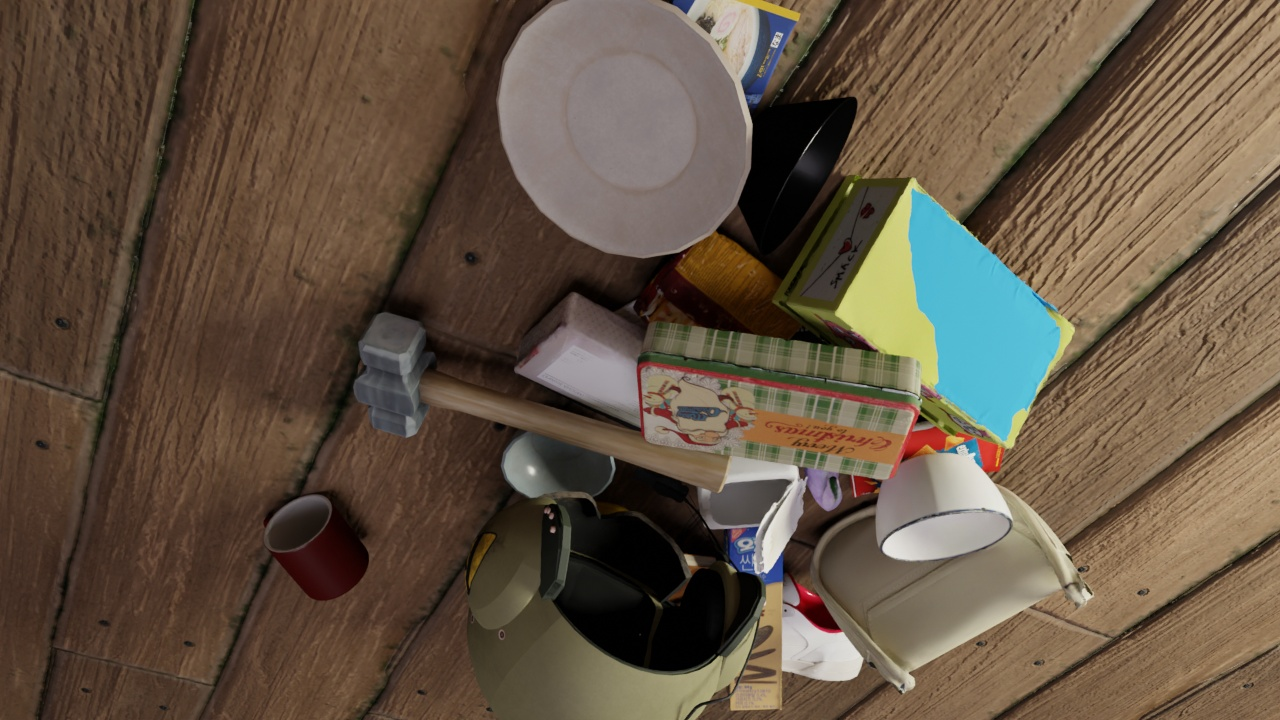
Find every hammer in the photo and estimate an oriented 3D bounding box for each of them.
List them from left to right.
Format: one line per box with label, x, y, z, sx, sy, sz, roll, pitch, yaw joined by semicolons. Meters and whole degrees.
hammer;-0.082;0.051;0.778;0.323;0.051;0.117;16;141;3

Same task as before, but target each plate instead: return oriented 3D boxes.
plate;-0.011;-0.163;0.641;0.189;0.027;0.189;12;126;17

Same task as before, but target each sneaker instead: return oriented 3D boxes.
sneaker;0.137;0.281;1.019;0.236;0.090;0.104;8;110;1

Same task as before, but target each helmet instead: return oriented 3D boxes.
helmet;-0.037;0.207;0.780;0.250;0.255;0.233;23;122;-17

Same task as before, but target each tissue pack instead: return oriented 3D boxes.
tissue pack;-0.005;0.005;0.793;0.181;0.071;0.104;29;140;-20

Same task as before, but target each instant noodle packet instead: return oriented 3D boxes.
instant noodle packet;0.045;-0.192;0.643;0.087;0.026;0.135;16;129;-8
instant noodle packet;0.070;-0.039;0.748;0.135;0.039;0.099;36;105;-20

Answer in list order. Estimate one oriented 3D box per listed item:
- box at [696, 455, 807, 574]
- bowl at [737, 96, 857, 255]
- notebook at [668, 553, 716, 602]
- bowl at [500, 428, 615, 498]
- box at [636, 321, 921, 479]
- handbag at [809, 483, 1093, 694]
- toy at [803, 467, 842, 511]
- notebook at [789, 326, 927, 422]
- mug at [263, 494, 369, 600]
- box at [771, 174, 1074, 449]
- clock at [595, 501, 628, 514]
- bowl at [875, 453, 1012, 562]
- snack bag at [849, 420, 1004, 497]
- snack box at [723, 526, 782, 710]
box;0.105;0.142;0.851;0.103;0.130;0.110;-4;146;4
bowl;0.098;-0.142;0.653;0.052;0.123;0.124;33;129;14
notebook;-0.035;0.266;0.989;0.250;0.014;0.178;-32;151;23
bowl;-0.077;0.087;0.870;0.106;0.039;0.106;0;130;-1
box;0.100;0.032;0.694;0.205;0.050;0.118;9;149;8
handbag;0.305;0.222;0.906;0.229;0.183;0.132;-37;125;19
toy;0.167;0.087;0.831;0.036;0.080;0.100;-7;137;2
notebook;0.171;0.019;0.833;0.207;0.016;0.149;-5;131;3
mug;-0.341;0.188;0.938;0.106;0.073;0.083;8;137;30
box;0.225;-0.034;0.715;0.221;0.082;0.124;31;86;-28
clock;-0.065;0.202;0.962;0.152;0.052;0.114;-11;130;3
bowl;0.267;0.130;0.826;0.116;0.065;0.116;-3;147;-2
snack bag;0.269;0.090;0.864;0.144;0.039;0.131;-12;149;9
snack box;0.116;0.256;0.947;0.056;0.057;0.207;-1;102;1
